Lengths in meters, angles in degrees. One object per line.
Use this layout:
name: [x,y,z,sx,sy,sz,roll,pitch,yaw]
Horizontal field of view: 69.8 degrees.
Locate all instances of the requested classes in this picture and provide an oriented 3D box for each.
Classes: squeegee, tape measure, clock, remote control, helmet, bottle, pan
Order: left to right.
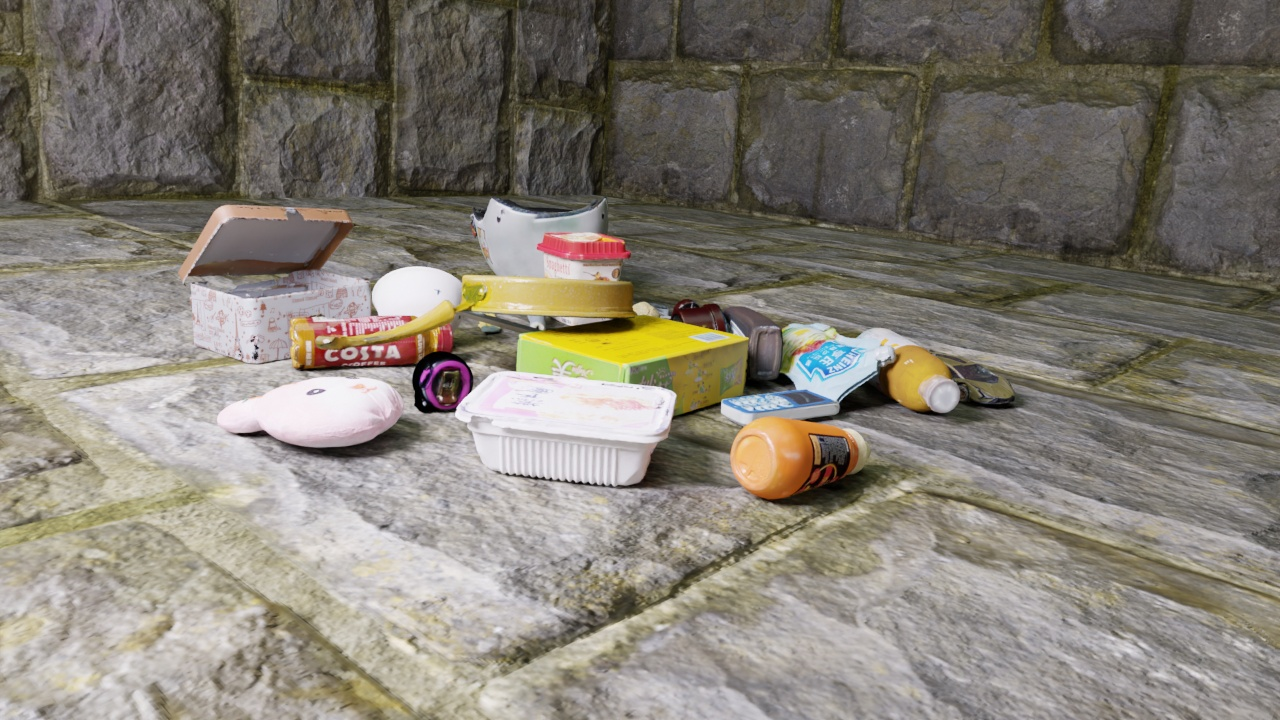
bottle: [-0.302,-0.022,1.038,0.174,0.057,0.057,-2,16,-24]
tape measure: [-0.194,0.021,0.902,0.057,0.058,0.039,-3,17,-35]
pan: [-0.166,-0.052,0.976,0.356,0.078,0.198,-1,5,-38]
squeegee: [-0.135,-0.045,1.214,0.246,0.039,0.246,15,11,-13]
helmet: [-0.163,-0.188,1.531,0.229,0.157,0.274,-3,5,-19]
clock: [0.067,-0.031,1.131,0.055,0.082,0.122,-6,19,-14]
bottle: [0.118,-0.029,1.141,0.044,0.080,0.195,-2,14,-16]
remote control: [0.144,0.049,0.952,0.124,0.024,0.049,-6,18,-30]
bottle: [0.144,0.080,0.774,0.149,0.067,0.067,1,13,-41]
bottle: [0.302,0.013,1.048,0.068,0.068,0.189,1,15,-11]

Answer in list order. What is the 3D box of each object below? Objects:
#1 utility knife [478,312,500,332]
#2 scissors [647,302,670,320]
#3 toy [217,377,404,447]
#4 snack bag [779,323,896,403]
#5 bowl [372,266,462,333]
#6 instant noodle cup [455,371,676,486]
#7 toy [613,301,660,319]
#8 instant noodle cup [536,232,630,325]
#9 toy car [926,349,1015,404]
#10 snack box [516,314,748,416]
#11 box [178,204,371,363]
utility knife: [-0.227,-0.066,1.328,0.031,0.022,0.216,6,9,-17]
scissors: [0.046,-0.064,1.397,0.179,0.014,0.159,6,16,-5]
toy: [-0.289,0.044,0.806,0.160,0.054,0.121,0,12,17]
snack bag: [0.210,0.000,1.074,0.110,0.039,0.191,-28,20,-13]
bowl: [-0.269,-0.052,1.119,0.118,0.119,0.064,1,52,-11]
instant noodle cup: [-0.060,0.060,0.785,0.173,0.060,0.137,4,14,6]
toy: [-0.003,-0.048,1.239,0.105,0.066,0.157,48,16,1]
instant noodle cup: [-0.086,-0.120,1.348,0.116,0.124,0.116,-6,18,-33]
toy car: [0.380,0.019,1.110,0.070,0.042,0.158,-6,20,-34]
snack box: [-0.006,0.006,0.988,0.158,0.070,0.209,15,19,38]
box: [-0.430,-0.107,1.097,0.152,0.174,0.181,15,18,32]
